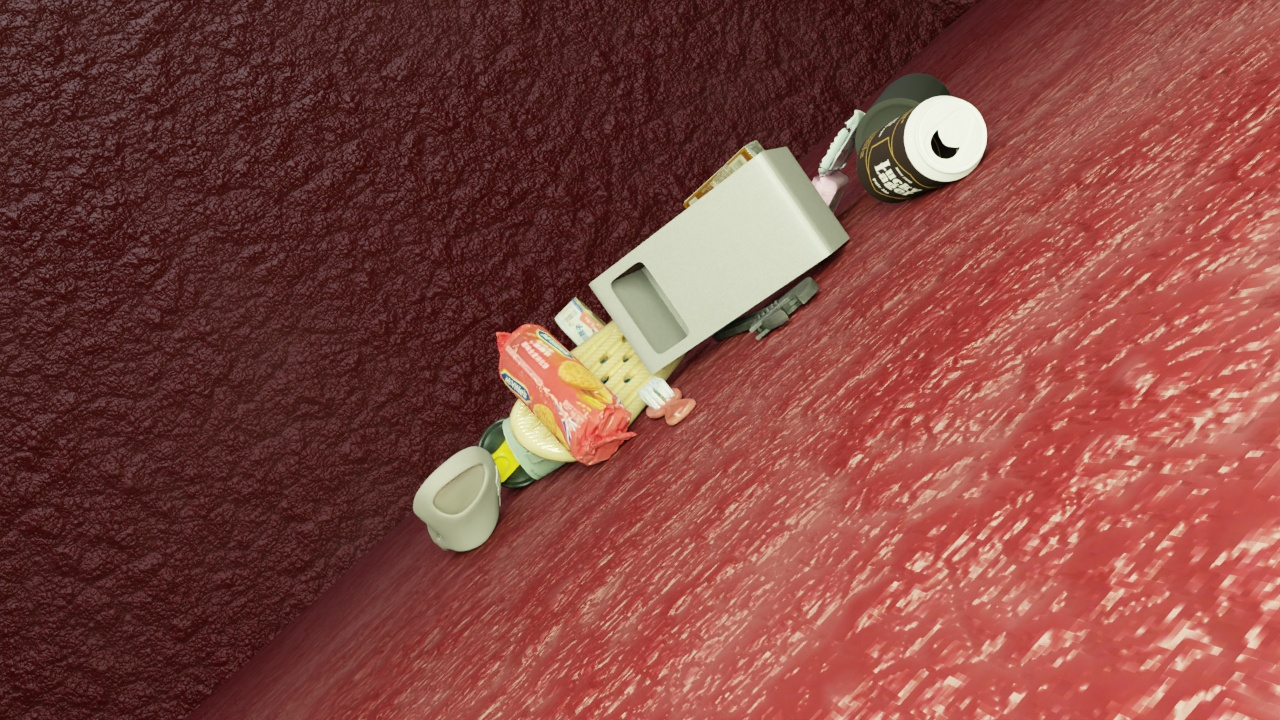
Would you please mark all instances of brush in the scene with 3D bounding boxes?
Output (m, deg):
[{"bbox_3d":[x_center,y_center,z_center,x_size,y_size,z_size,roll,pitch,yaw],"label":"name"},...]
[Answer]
[{"bbox_3d":[0.022,0.037,0.879,0.041,0.030,0.172,-42,6,-4],"label":"brush"},{"bbox_3d":[0.147,-0.181,1.128,0.008,0.143,0.045,-38,15,49],"label":"brush"}]

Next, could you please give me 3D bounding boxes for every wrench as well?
[{"bbox_3d":[0.114,-0.041,0.920,0.073,0.018,0.273,-42,4,-9],"label":"wrench"}]

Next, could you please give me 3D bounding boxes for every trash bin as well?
[{"bbox_3d":[0.081,-0.102,0.950,0.229,0.114,0.114,-35,0,26],"label":"trash bin"}]

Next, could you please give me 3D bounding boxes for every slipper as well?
[{"bbox_3d":[-0.036,0.032,1.047,0.260,0.111,0.079,-44,-20,-29],"label":"slipper"},{"bbox_3d":[-0.209,0.193,1.129,0.112,0.080,0.266,-38,-15,-24],"label":"slipper"}]

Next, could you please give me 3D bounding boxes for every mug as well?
[{"bbox_3d":[-0.101,0.087,1.099,0.104,0.084,0.111,-30,12,7],"label":"mug"}]

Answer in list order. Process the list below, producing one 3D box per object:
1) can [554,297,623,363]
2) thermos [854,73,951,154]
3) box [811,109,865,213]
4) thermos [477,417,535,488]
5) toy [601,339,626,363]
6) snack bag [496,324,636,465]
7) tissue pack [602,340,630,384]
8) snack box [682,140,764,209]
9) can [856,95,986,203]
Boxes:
[{"bbox_3d":[-0.067,-0.039,1.188,0.043,0.086,0.086,-45,5,2],"label":"can"},{"bbox_3d":[0.300,-0.268,1.026,0.086,0.086,0.198,-38,6,34],"label":"thermos"},{"bbox_3d":[0.227,-0.218,1.074,0.153,0.037,0.200,-64,-9,20],"label":"box"},{"bbox_3d":[-0.179,0.129,1.289,0.098,0.098,0.221,-43,0,-11],"label":"thermos"},{"bbox_3d":[-0.063,0.023,1.311,0.134,0.087,0.194,-60,8,-11],"label":"toy"},{"bbox_3d":[-0.081,0.035,0.938,0.082,0.176,0.082,-31,-34,-25],"label":"snack bag"},{"bbox_3d":[-0.007,0.007,1.167,0.144,0.061,0.093,-42,-1,-32],"label":"tissue pack"},{"bbox_3d":[0.156,-0.214,1.321,0.144,0.147,0.041,-39,0,42],"label":"snack box"},{"bbox_3d":[0.245,-0.184,0.811,0.072,0.072,0.128,-42,5,-5],"label":"can"}]
